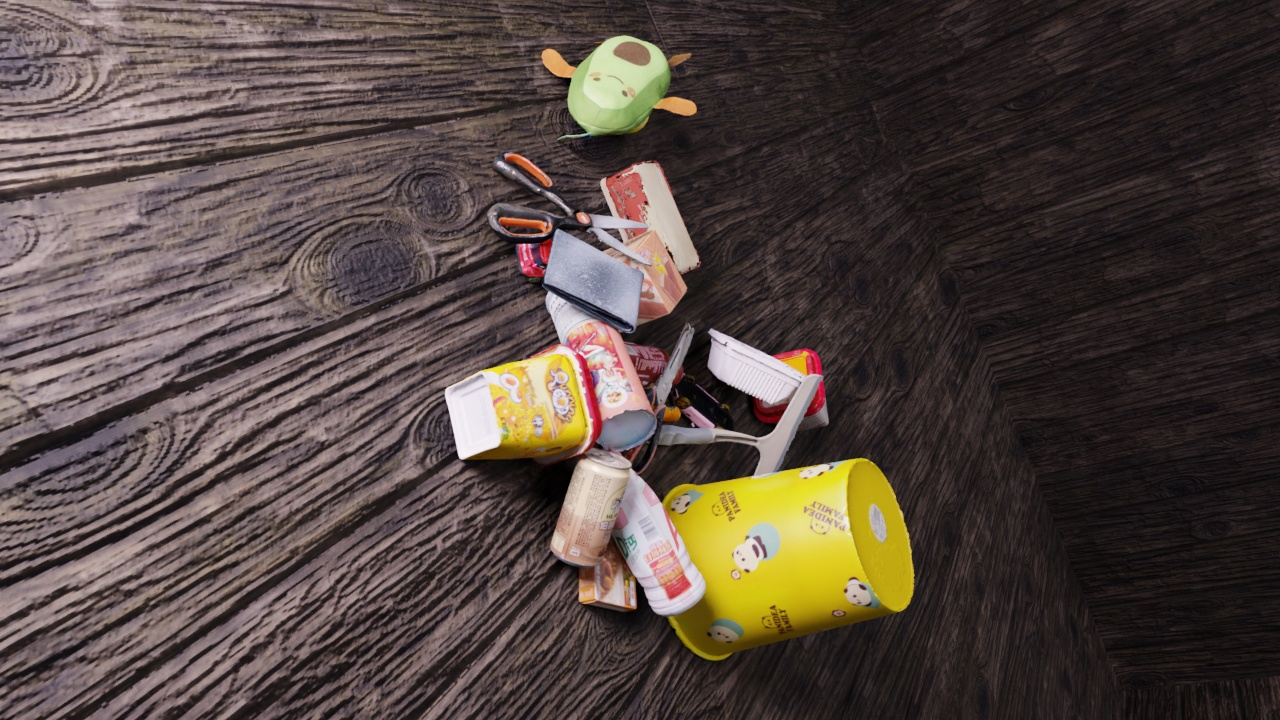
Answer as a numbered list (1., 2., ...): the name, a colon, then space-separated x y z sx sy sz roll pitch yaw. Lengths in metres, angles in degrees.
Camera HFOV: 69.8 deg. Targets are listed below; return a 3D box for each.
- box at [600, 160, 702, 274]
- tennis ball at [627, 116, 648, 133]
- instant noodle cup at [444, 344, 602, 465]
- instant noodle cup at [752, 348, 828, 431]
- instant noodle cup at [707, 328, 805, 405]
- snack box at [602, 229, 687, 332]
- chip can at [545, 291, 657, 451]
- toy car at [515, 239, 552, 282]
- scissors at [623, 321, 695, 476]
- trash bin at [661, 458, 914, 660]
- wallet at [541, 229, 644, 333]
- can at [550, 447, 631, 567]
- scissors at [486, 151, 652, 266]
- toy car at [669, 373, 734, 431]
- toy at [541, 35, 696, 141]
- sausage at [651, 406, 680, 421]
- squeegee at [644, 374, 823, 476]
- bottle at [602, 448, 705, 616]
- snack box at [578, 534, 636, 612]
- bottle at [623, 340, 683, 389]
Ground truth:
1. box: 0.021 -0.198 1.309 0.091 0.079 0.168 -31 99 -59
2. tennis ball: -0.019 -0.369 1.356 0.065 0.066 0.065 33 47 -44
3. instant noodle cup: -0.121 0.050 0.933 0.123 0.116 0.116 -5 78 -46
4. instant noodle cup: 0.252 0.058 1.501 0.124 0.116 0.116 44 38 -54
5. instant noodle cup: 0.161 0.013 1.344 0.138 0.060 0.173 25 7 -7
6. snack box: -0.009 -0.101 1.195 0.094 0.093 0.076 59 33 -17
7. chip can: -0.046 0.000 1.032 0.071 0.071 0.214 32 26 -45
8. toy car: -0.100 -0.117 1.113 0.120 0.045 0.053 12 65 -57
9. scissors: 0.014 0.040 1.147 0.194 0.015 0.206 -7 101 -49
10. trash bin: 0.181 0.239 1.142 0.229 0.256 0.229 32 48 -44
11. wallet: -0.052 -0.091 1.040 0.121 0.019 0.097 27 42 -19
12. can: -0.052 0.155 0.969 0.058 0.058 0.116 5 105 -56
13. scissors: -0.091 -0.180 1.100 0.220 0.022 0.224 -22 68 -44
14. toy car: 0.085 0.069 1.302 0.122 0.037 0.056 41 38 -20
15. toy: -0.028 -0.386 1.270 0.090 0.227 0.246 102 9 -49
16. sausage: 0.008 0.070 1.195 0.165 0.022 0.021 4 70 -57
17. squeegee: 0.098 0.107 1.249 0.246 0.247 0.039 7 26 -32
18. bottle: 0.001 0.189 1.028 0.197 0.068 0.068 61 33 -7
19. snack box: -0.038 0.203 1.044 0.075 0.026 0.153 29 50 -47
20. bottle: -0.007 0.007 1.172 0.174 0.058 0.057 11 64 -54
